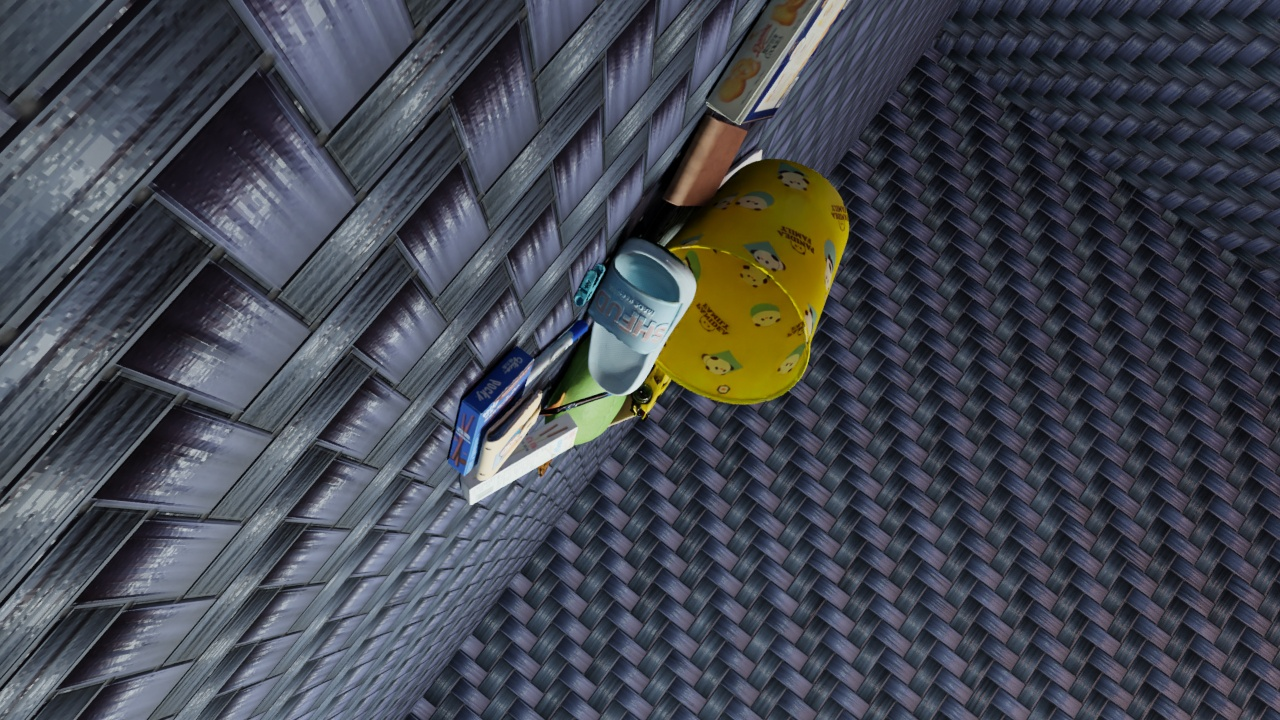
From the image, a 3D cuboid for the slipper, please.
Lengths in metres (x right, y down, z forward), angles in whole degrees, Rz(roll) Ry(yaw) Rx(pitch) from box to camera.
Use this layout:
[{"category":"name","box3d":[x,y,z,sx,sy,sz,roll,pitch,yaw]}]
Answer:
[{"category":"slipper","box3d":[-0.017,-0.042,1.062,0.074,0.104,0.246,-38,161,-40]}]

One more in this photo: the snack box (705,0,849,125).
[{"category":"snack box","box3d":[0.156,-0.338,0.963,0.178,0.046,0.182,-55,174,24]}]

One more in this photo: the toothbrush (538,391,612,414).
[{"category":"toothbrush","box3d":[-0.087,0.059,1.162,0.189,0.016,0.014,-16,155,-27]}]

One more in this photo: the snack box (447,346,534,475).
[{"category":"snack box","box3d":[-0.157,0.055,0.952,0.084,0.026,0.157,-49,173,-33]}]

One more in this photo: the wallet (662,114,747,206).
[{"category":"wallet","box3d":[0.075,-0.219,1.026,0.101,0.020,0.115,-61,162,18]}]

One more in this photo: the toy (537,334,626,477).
[{"category":"toy","box3d":[-0.073,0.050,1.282,0.226,0.090,0.247,-28,154,-48]}]

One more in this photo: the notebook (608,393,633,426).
[{"category":"notebook","box3d":[-0.052,0.072,1.459,0.208,0.008,0.147,-23,-159,38]}]

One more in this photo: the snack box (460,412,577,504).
[{"category":"snack box","box3d":[-0.154,0.125,1.163,0.156,0.027,0.085,-30,166,-19]}]

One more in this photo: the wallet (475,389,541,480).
[{"category":"wallet","box3d":[-0.139,0.077,0.974,0.087,0.024,0.115,-44,170,-29]}]

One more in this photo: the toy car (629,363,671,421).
[{"category":"toy car","box3d":[0.027,0.009,1.261,0.071,0.041,0.155,148,-33,-85]}]

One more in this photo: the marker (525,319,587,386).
[{"category":"marker","box3d":[-0.104,-0.006,1.050,0.145,0.017,0.017,-46,171,-46]}]

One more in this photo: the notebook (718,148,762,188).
[{"category":"notebook","box3d":[0.139,-0.216,1.369,0.208,0.012,0.150,-45,141,-52]}]

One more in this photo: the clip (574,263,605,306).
[{"category":"clip","box3d":[-0.055,-0.082,0.995,0.043,0.014,0.057,-46,172,-46]}]

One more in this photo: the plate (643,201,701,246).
[{"category":"plate","box3d":[0.041,-0.177,1.144,0.179,0.024,0.179,-51,176,-6]}]

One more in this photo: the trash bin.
[{"category":"trash bin","box3d":[0.140,-0.113,1.153,0.254,0.229,0.230,-55,177,-41]}]
